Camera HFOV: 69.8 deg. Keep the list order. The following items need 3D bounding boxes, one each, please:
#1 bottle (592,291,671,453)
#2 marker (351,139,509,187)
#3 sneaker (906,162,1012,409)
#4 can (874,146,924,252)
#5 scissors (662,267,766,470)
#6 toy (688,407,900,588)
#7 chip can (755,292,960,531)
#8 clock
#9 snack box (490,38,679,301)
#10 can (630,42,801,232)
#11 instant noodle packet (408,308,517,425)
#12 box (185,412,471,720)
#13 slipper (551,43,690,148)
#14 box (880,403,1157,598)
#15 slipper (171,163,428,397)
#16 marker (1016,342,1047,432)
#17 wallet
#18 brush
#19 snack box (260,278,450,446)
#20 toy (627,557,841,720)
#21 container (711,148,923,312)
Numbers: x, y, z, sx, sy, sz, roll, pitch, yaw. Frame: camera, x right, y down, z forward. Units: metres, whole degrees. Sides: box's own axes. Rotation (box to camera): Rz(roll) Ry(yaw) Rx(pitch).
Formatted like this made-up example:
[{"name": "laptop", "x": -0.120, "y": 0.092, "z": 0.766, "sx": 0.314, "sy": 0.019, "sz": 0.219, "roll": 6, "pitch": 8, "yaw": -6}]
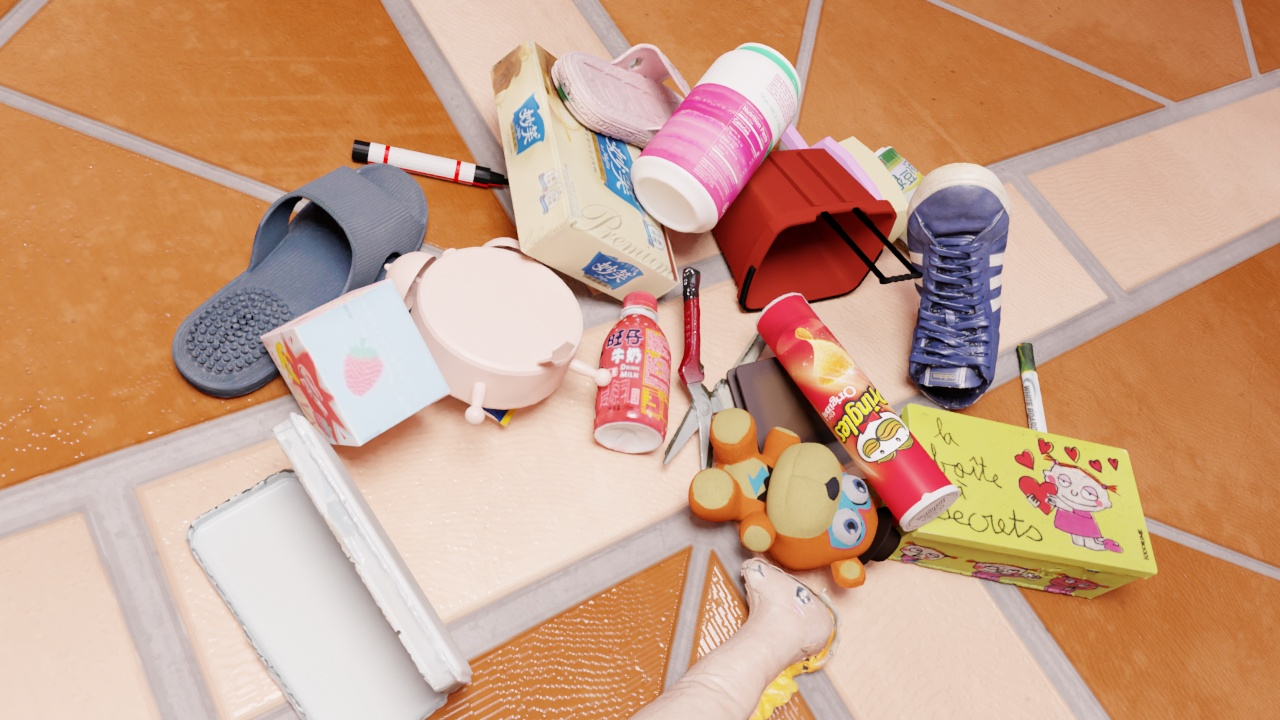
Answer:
[{"name": "bottle", "x": -0.005, "y": 0.004, "z": 0.769, "sx": 0.062, "sy": 0.062, "sz": 0.137, "roll": 12, "pitch": 56, "yaw": -12}, {"name": "marker", "x": -0.189, "y": -0.178, "z": 0.842, "sx": 0.145, "sy": 0.019, "sz": 0.019, "roll": 10, "pitch": 57, "yaw": -13}, {"name": "sneaker", "x": 0.276, "y": -0.050, "z": 0.822, "sx": 0.091, "sy": 0.233, "sz": 0.118, "roll": 8, "pitch": 60, "yaw": 23}, {"name": "can", "x": 0.281, "y": -0.163, "z": 0.967, "sx": 0.121, "sy": 0.067, "sz": 0.067, "roll": 46, "pitch": 56, "yaw": 11}, {"name": "scissors", "x": 0.066, "y": 0.007, "z": 0.804, "sx": 0.178, "sy": 0.015, "sz": 0.196, "roll": -13, "pitch": 84, "yaw": -42}, {"name": "toy", "x": 0.123, "y": 0.113, "z": 0.734, "sx": 0.176, "sy": 0.096, "sz": 0.111, "roll": 30, "pitch": 54, "yaw": -13}, {"name": "chip can", "x": 0.171, "y": 0.036, "z": 0.749, "sx": 0.051, "sy": 0.052, "sz": 0.214, "roll": -16, "pitch": 56, "yaw": -27}, {"name": "clock", "x": -0.111, "y": -0.036, "z": 0.713, "sx": 0.130, "sy": 0.086, "sz": 0.160, "roll": -16, "pitch": 53, "yaw": -37}, {"name": "snack box", "x": -0.050, "y": -0.165, "z": 0.817, "sx": 0.153, "sy": 0.055, "sz": 0.207, "roll": 23, "pitch": 46, "yaw": -47}, {"name": "can", "x": 0.068, "y": -0.195, "z": 0.807, "sx": 0.088, "sy": 0.088, "sz": 0.165, "roll": 35, "pitch": 71, "yaw": 4}, {"name": "instant noodle packet", "x": -0.148, "y": -0.010, "z": 0.749, "sx": 0.134, "sy": 0.026, "sz": 0.086, "roll": 30, "pitch": 50, "yaw": 1}, {"name": "box", "x": -0.194, "y": 0.142, "z": 0.592, "sx": 0.129, "sy": 0.106, "sz": 0.211, "roll": -36, "pitch": 76, "yaw": -29}, {"name": "slipper", "x": 0.010, "y": -0.250, "z": 0.865, "sx": 0.238, "sy": 0.065, "sz": 0.094, "roll": -6, "pitch": 67, "yaw": -58}, {"name": "box", "x": 0.315, "y": 0.124, "z": 0.795, "sx": 0.221, "sy": 0.083, "sz": 0.124, "roll": 15, "pitch": 56, "yaw": -11}, {"name": "slipper", "x": -0.256, "y": -0.082, "z": 0.723, "sx": 0.101, "sy": 0.083, "sz": 0.262, "roll": 34, "pitch": 55, "yaw": 0}, {"name": "marker", "x": 0.390, "y": 0.045, "z": 0.908, "sx": 0.017, "sy": 0.017, "sz": 0.146, "roll": 14, "pitch": 56, "yaw": -11}, {"name": "wallet", "x": 0.137, "y": 0.035, "z": 0.813, "sx": 0.115, "sy": 0.018, "sz": 0.091, "roll": -13, "pitch": 83, "yaw": -28}, {"name": "brush", "x": 0.186, "y": -0.205, "z": 0.948, "sx": 0.043, "sy": 0.089, "sz": 0.228, "roll": -19, "pitch": 67, "yaw": -33}, {"name": "snack box", "x": -0.206, "y": 0.003, "z": 0.659, "sx": 0.079, "sy": 0.095, "sz": 0.093, "roll": -34, "pitch": 107, "yaw": -33}, {"name": "toy", "x": 0.069, "y": 0.268, "z": 0.639, "sx": 0.263, "sy": 0.065, "sz": 0.196, "roll": -26, "pitch": 79, "yaw": -37}, {"name": "container", "x": 0.163, "y": -0.101, "z": 0.852, "sx": 0.147, "sy": 0.127, "sz": 0.200, "roll": -11, "pitch": 54, "yaw": -24}]
